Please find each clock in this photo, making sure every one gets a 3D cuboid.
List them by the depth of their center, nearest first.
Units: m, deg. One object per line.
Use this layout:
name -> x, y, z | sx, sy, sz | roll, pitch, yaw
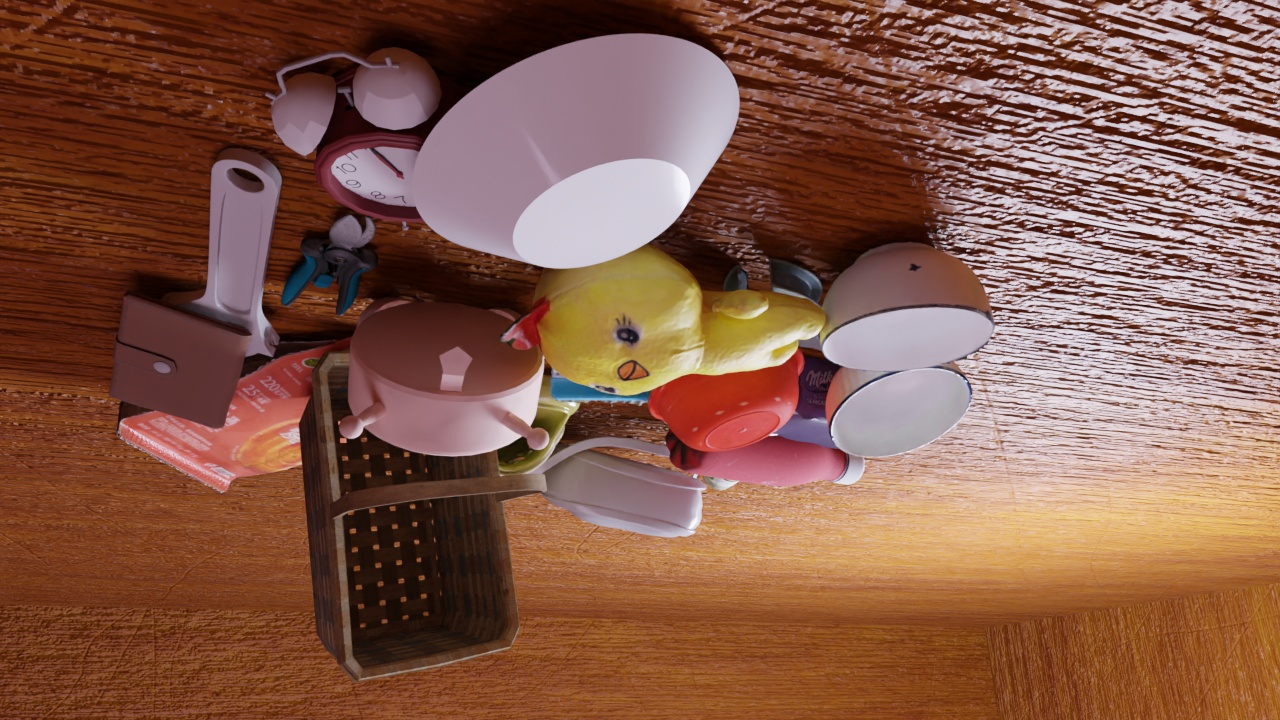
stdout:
clock -> -0.127, -0.112, 0.462 | 0.087, 0.044, 0.124 | -9, 158, 19
clock -> -0.133, -0.001, 0.636 | 0.131, 0.086, 0.160 | 5, -157, -14

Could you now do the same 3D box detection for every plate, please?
plate -> -0.025, -0.088, 0.466 | 0.174, 0.036, 0.174 | -18, 160, -7

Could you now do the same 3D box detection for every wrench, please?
wrench -> -0.281, -0.062, 0.612 | 0.086, 0.018, 0.274 | 19, 150, -17

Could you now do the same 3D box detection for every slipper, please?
slipper -> -0.117, 0.074, 0.883 | 0.091, 0.081, 0.191 | 8, 154, -28

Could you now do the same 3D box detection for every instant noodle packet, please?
instant noodle packet -> -0.306, 0.036, 0.807 | 0.221, 0.083, 0.164 | -12, 153, 4

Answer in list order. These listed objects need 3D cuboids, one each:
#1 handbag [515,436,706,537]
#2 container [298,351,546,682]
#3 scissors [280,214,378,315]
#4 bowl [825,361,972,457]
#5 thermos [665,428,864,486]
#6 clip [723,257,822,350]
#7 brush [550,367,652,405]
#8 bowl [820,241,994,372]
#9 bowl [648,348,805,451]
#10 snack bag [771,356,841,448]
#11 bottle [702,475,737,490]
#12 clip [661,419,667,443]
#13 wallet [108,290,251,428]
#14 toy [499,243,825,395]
handbag -> -0.046, 0.126, 1.019 | 0.215, 0.095, 0.223 | 16, 175, -18
container -> -0.175, 0.113, 0.722 | 0.157, 0.249, 0.187 | 0, 164, -39
scissors -> -0.212, -0.062, 0.619 | 0.150, 0.019, 0.131 | -6, 158, 15
bowl -> 0.207, 0.022, 0.764 | 0.118, 0.062, 0.118 | -7, 139, -6
thermos -> 0.139, 0.094, 0.948 | 0.239, 0.073, 0.073 | 13, 154, -33
clip -> 0.095, -0.030, 0.703 | 0.106, 0.027, 0.163 | -10, 156, 25
brush -> -0.004, 0.004, 0.743 | 0.136, 0.055, 0.075 | 1, 163, -7
bowl -> 0.179, -0.040, 0.628 | 0.113, 0.063, 0.113 | -1, 159, 0
bowl -> 0.074, 0.037, 0.724 | 0.130, 0.045, 0.131 | -13, 153, -7
snack bag -> 0.182, 0.046, 0.850 | 0.205, 0.058, 0.097 | 8, 157, -22
bottle -> 0.104, 0.119, 1.053 | 0.043, 0.043, 0.111 | 4, 159, -13
clip -> 0.056, 0.077, 0.973 | 0.057, 0.054, 0.102 | 28, 175, 32
wallet -> -0.345, 0.004, 0.683 | 0.087, 0.013, 0.121 | 21, 133, -19
toy -> 0.016, -0.027, 0.605 | 0.207, 0.092, 0.134 | 11, 152, -11
